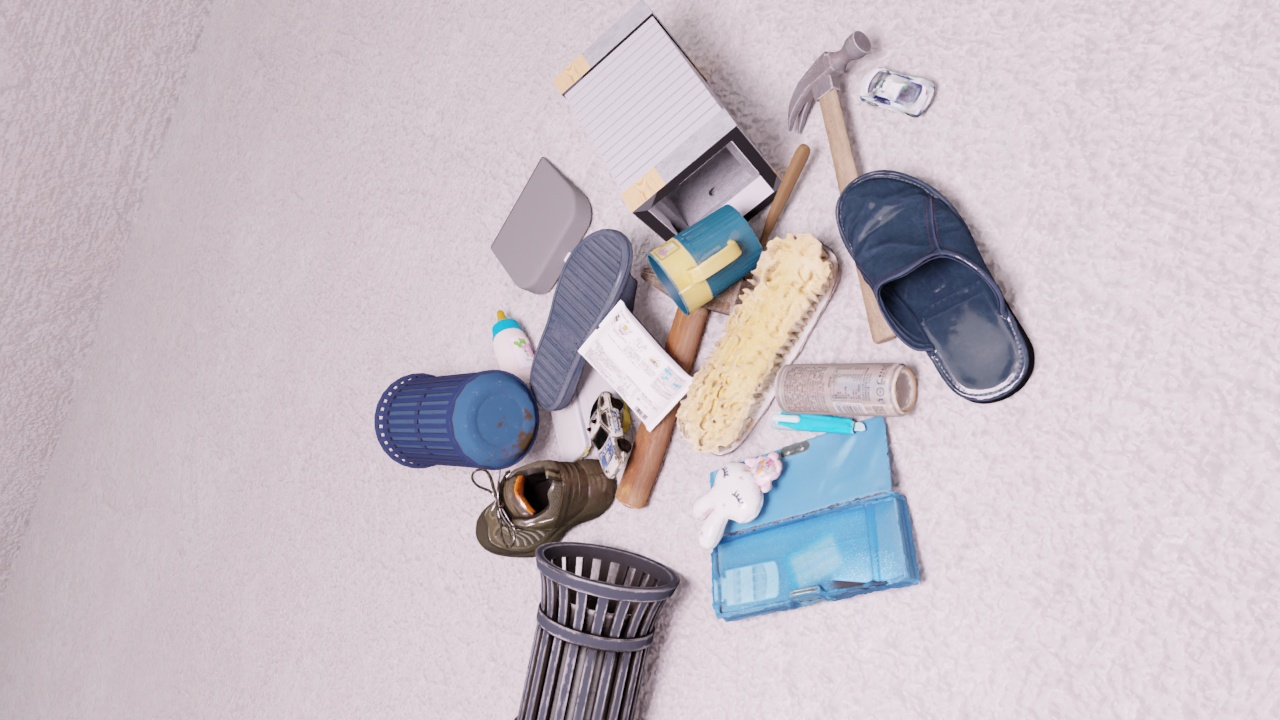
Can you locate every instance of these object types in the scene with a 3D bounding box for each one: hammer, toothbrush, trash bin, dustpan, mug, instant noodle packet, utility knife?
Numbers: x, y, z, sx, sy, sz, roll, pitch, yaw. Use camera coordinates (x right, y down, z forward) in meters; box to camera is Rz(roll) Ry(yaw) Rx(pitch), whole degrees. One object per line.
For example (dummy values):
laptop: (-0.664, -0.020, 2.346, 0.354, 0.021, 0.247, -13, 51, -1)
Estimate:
hammer: (0.227, -0.178, 0.978, 0.120, 0.030, 0.330, -30, 65, 52)
toothbrush: (0.151, -0.167, 1.040, 0.016, 0.016, 0.167, 48, 123, 45)
trash bin: (-0.060, 0.340, 1.037, 0.164, 0.164, 0.227, 14, 93, 43)
dustpan: (-0.124, -0.166, 1.299, 0.163, 0.033, 0.257, -57, 39, 17)
mug: (0.076, -0.109, 1.001, 0.107, 0.083, 0.113, -32, 10, -3)
instant noodle packet: (-0.007, 0.006, 1.079, 0.134, 0.026, 0.087, 48, 114, 15)
utility knife: (0.185, 0.067, 0.965, 0.117, 0.015, 0.022, 4, 72, 48)
hammer: (0.027, 0.034, 1.108, 0.158, 0.037, 0.301, 20, 93, 43)
trash bin: (-0.249, 0.081, 1.249, 0.250, 0.139, 0.139, -5, 76, 53)
trash bin: (0.032, -0.269, 1.083, 0.143, 0.142, 0.246, -38, 56, 15)

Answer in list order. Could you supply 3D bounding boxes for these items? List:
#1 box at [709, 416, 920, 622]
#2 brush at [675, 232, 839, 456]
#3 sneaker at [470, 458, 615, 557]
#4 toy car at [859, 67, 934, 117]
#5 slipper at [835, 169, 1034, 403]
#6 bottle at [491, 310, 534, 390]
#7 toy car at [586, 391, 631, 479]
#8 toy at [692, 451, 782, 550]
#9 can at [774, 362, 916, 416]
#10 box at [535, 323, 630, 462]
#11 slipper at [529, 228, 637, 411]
box: (0.167, 0.167, 0.953, 0.232, 0.033, 0.174, -23, 57, 37)
brush: (0.128, -0.014, 1.008, 0.083, 0.056, 0.272, 37, 106, 27)
sneaker: (-0.158, 0.192, 1.168, 0.239, 0.142, 0.101, -32, 60, 33)
toy car: (0.267, -0.286, 0.970, 0.090, 0.027, 0.039, 34, 105, 42)
slipper: (0.267, -0.082, 0.865, 0.109, 0.083, 0.265, -37, 64, 24)
bottle: (-0.181, -0.015, 1.301, 0.051, 0.051, 0.146, -41, 55, 28)
toy car: (-0.042, 0.089, 1.110, 0.049, 0.040, 0.112, -59, 33, 40)
toy: (0.102, 0.143, 0.986, 0.126, 0.037, 0.075, -44, 36, 20)
can: (0.207, 0.029, 0.932, 0.136, 0.054, 0.054, -1, 79, 43)
box: (-0.083, 0.025, 1.223, 0.130, 0.034, 0.209, -36, 58, 35)
slipper: (-0.062, -0.050, 1.165, 0.101, 0.082, 0.264, 47, 124, 33)
